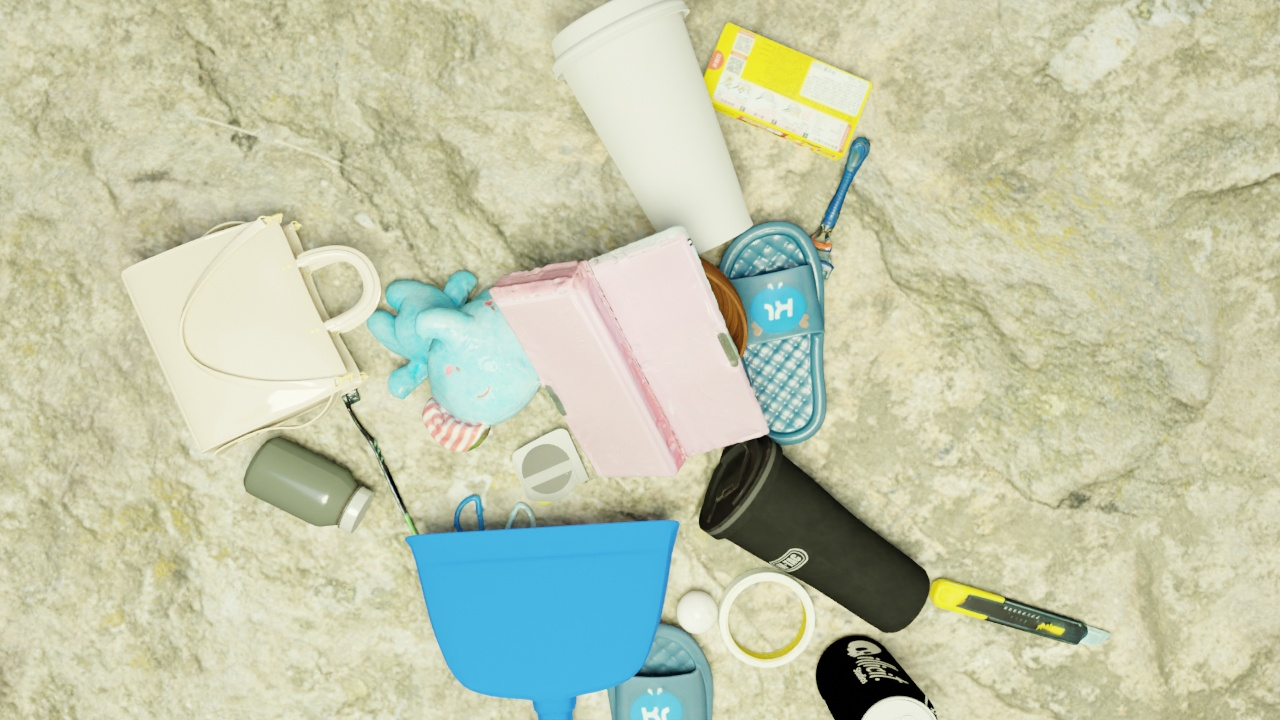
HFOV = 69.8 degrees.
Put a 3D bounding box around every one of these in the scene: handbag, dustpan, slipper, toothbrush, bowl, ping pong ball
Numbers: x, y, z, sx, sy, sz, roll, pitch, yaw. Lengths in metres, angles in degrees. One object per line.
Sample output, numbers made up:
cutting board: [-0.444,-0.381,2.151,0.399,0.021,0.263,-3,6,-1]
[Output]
handbag: [-0.328,-0.036,0.828,0.198,0.101,0.194,-24,90,-1]
dustpan: [-0.081,0.279,0.826,0.245,0.059,0.257,-3,83,-2]
slipper: [0.023,0.356,0.882,0.104,0.059,0.214,-5,94,-4]
slipper: [0.124,-0.023,0.861,0.104,0.059,0.214,-5,97,10]
toothbrush: [-0.247,0.098,0.883,0.017,0.014,0.188,-25,94,-8]
bowl: [0.024,-0.047,0.812,0.147,0.068,0.147,7,131,8]
ping pong ball: [0.055,0.243,0.885,0.040,0.040,0.040,0,93,-2]

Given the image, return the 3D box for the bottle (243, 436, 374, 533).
bottle: [-0.309,0.118,0.858,0.108,0.060,0.060,27,92,-3]

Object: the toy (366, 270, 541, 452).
toy: [-0.168,-0.021,0.838,0.180,0.115,0.183,28,79,8]

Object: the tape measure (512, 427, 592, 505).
tape measure: [-0.086,0.103,0.886,0.065,0.017,0.064,-24,93,0]

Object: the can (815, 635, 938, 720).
can: [0.214,0.313,0.840,0.080,0.146,0.080,0,93,-2]

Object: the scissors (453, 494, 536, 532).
scissors: [-0.137,0.194,0.893,0.097,0.020,0.132,-6,92,2]

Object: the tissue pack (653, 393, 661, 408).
tissue pack: [0.021,-0.007,0.875,0.099,0.034,0.114,7,93,1]

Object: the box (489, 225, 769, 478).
box: [-0.005,0.008,0.789,0.181,0.050,0.233,-13,125,22]

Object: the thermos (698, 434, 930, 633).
thermos: [0.163,0.167,0.859,0.218,0.106,0.106,35,91,-8]

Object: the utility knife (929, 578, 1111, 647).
utility knife: [0.376,0.253,0.907,0.186,0.020,0.029,16,94,-3]

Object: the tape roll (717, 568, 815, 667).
tape roll: [0.123,0.251,0.898,0.094,0.019,0.094,0,93,-2]

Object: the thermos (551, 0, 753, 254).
thermos: [0.019,-0.207,0.827,0.131,0.131,0.222,-26,101,-1]

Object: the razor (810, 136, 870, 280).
razor: [0.188,-0.148,0.881,0.044,0.018,0.141,24,91,9]

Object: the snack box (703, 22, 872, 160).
snack box: [0.135,-0.254,0.871,0.152,0.025,0.075,22,92,-3]
